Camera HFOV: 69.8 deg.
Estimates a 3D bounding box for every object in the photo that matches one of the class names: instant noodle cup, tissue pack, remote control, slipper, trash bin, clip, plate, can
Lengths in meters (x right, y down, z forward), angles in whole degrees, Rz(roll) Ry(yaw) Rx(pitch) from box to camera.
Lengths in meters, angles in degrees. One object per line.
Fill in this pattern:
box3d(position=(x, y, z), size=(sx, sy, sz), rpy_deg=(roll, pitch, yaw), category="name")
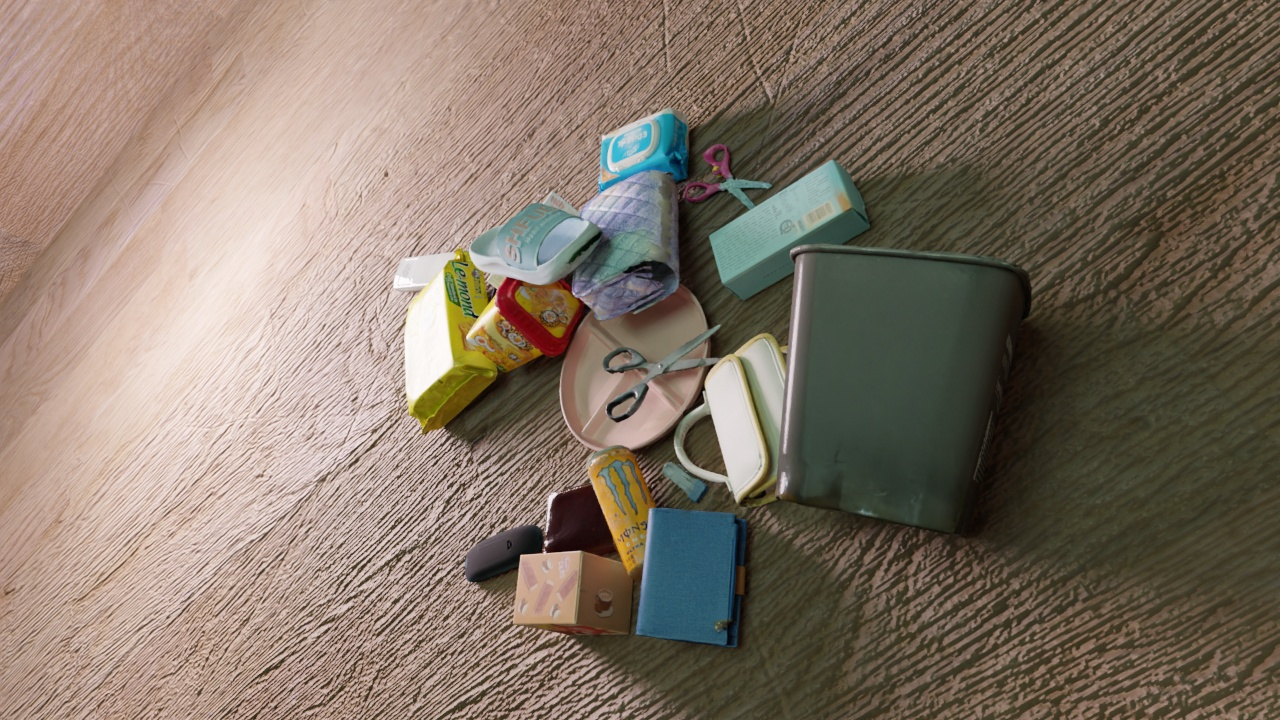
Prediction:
box3d(position=(-0.158, -0.053, 1.222), size=(0.124, 0.116, 0.115), rpy_deg=(-32, 23, 40), category="instant noodle cup")
box3d(position=(0.003, -0.274, 1.227), size=(0.140, 0.063, 0.089), rpy_deg=(-14, 62, 35), category="tissue pack")
box3d(position=(-0.180, 0.245, 1.164), size=(0.137, 0.024, 0.053), rpy_deg=(-27, 54, 29), category="remote control")
box3d(position=(-0.140, -0.154, 1.143), size=(0.246, 0.074, 0.103), rpy_deg=(10, 47, 49), category="slipper")
box3d(position=(0.223, 0.031, 0.803), size=(0.199, 0.199, 0.219), rpy_deg=(7, 81, 25), category="trash bin")
box3d(position=(0.050, 0.134, 1.026), size=(0.057, 0.029, 0.024), rpy_deg=(39, 99, 37), category="clip")
box3d(position=(-0.345, -0.142, 1.490), size=(0.150, 0.021, 0.058), rpy_deg=(0, 70, 40), category="remote control")
box3d(position=(-0.007, 0.007, 1.128), size=(0.230, 0.028, 0.229), rpy_deg=(-19, 58, 34), category="plate")
box3d(position=(-0.011, 0.169, 1.023), size=(0.058, 0.058, 0.146), rpy_deg=(-38, 56, 20), category="can")

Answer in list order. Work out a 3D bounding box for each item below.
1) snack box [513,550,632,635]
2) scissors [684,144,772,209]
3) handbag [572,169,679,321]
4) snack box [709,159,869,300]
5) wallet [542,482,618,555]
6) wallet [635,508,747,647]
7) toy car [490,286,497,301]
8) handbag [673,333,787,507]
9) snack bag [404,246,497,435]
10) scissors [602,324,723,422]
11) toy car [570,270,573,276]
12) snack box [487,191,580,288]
box3d(position=(-0.074, 0.260, 1.018), size=(0.095, 0.092, 0.077), rpy_deg=(-13, 62, 36), category="snack box")
box3d(position=(0.104, -0.215, 1.149), size=(0.105, 0.017, 0.136), rpy_deg=(-44, 52, 14), category="scissors")
box3d(position=(-0.013, -0.144, 1.147), size=(0.134, 0.075, 0.193), rpy_deg=(-25, 41, 26), category="handbag")
box3d(position=(0.165, -0.145, 1.037), size=(0.175, 0.051, 0.074), rpy_deg=(-29, 52, 26), category="snack box")
box3d(position=(-0.068, 0.192, 1.099), size=(0.123, 0.020, 0.096), rpy_deg=(-20, 53, 34), category="wallet")
box3d(position=(0.054, 0.221, 0.940), size=(0.106, 0.040, 0.133), rpy_deg=(4, 73, 8), category="wallet")
box3d(position=(-0.190, -0.104, 1.332), size=(0.056, 0.037, 0.122), rpy_deg=(18, 94, 50), category="toy car")
box3d(position=(0.107, 0.075, 0.981), size=(0.179, 0.063, 0.163), rpy_deg=(-35, 49, 28), category="handbag")
box3d(position=(-0.286, -0.033, 1.340), size=(0.158, 0.068, 0.246), rpy_deg=(-39, 49, 34), category="snack bag")
box3d(position=(0.019, 0.011, 1.077), size=(0.159, 0.014, 0.173), rpy_deg=(33, 90, 42), category="scissors")
box3d(position=(-0.080, -0.147, 1.240), size=(0.042, 0.035, 0.090), rpy_deg=(-15, 81, 3), category="toy car")
box3d(position=(-0.135, -0.147, 1.278), size=(0.084, 0.027, 0.157), rpy_deg=(38, 97, 2), category="snack box")
